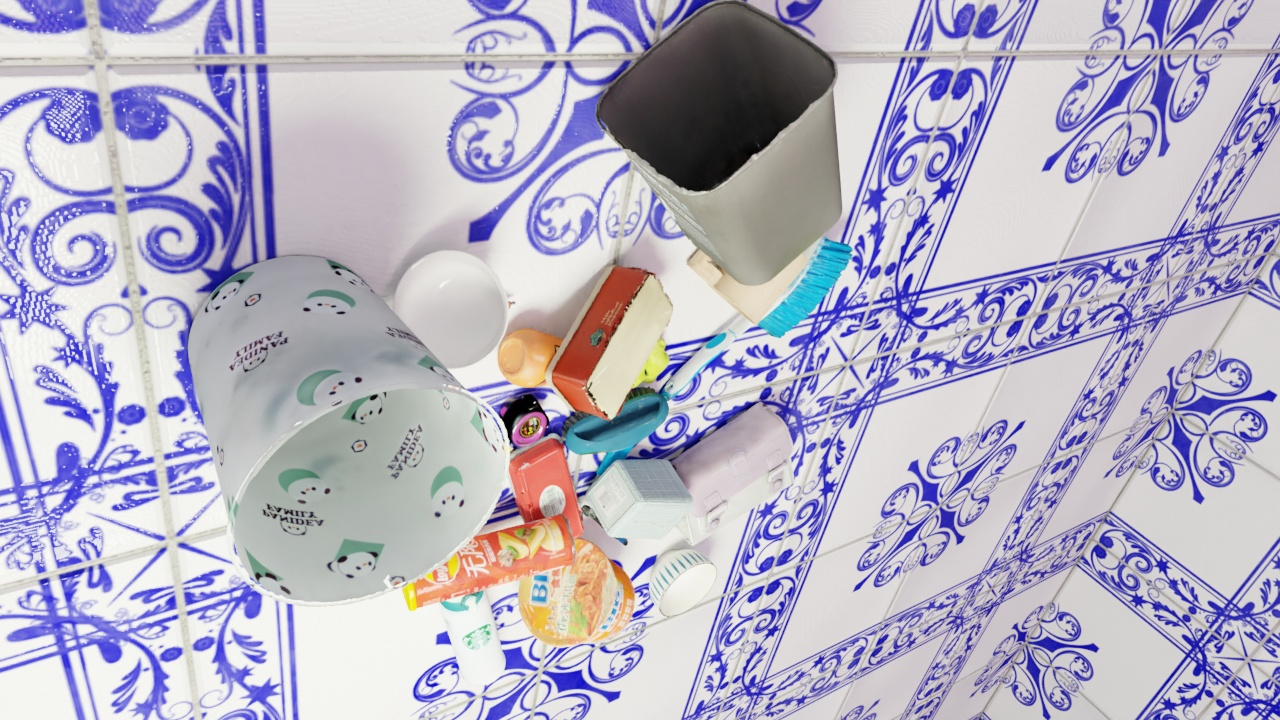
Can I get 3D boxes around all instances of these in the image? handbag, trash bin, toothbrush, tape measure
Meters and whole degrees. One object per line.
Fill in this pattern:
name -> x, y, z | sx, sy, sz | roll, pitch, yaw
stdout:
handbag -> 0.132, 0.172, 1.387 | 0.196, 0.098, 0.145 | -30, 132, -18
trash bin -> -0.274, 0.046, 0.811 | 0.229, 0.252, 0.230 | -22, 135, -24
toothbrush -> -0.047, 0.243, 1.337 | 0.014, 0.016, 0.189 | -67, 153, -19
tape measure -> -0.143, 0.073, 1.111 | 0.057, 0.039, 0.057 | -42, 140, -10
trash bin -> 0.099, -0.211, 0.962 | 0.198, 0.199, 0.220 | -40, 147, -3

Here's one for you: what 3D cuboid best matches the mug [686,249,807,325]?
mug -> 0.134, -0.122, 1.155 | 0.124, 0.084, 0.103 | 39, 94, -23

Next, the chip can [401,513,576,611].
chip can -> -0.192, 0.252, 1.155 | 0.216, 0.073, 0.073 | -11, 130, -21

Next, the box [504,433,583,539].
box -> -0.124, 0.178, 1.221 | 0.086, 0.047, 0.201 | -29, 138, -19

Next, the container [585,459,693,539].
container -> -0.004, 0.191, 1.272 | 0.111, 0.090, 0.090 | 12, 126, -50

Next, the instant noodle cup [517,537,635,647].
instant noodle cup -> -0.083, 0.337, 1.311 | 0.151, 0.151, 0.111 | -45, 149, 1

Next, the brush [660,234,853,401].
brush -> 0.154, -0.052, 1.247 | 0.109, 0.060, 0.315 | 25, 108, -43

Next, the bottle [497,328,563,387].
bottle -> -0.097, 0.001, 1.075 | 0.149, 0.067, 0.067 | 7, 118, -51

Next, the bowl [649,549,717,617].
bowl -> 0.060, 0.353, 1.499 | 0.116, 0.066, 0.117 | -23, 136, -25

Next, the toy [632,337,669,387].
toy -> -0.007, 0.007, 1.173 | 0.100, 0.031, 0.097 | -34, 141, -13

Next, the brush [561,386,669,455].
brush -> -0.028, 0.084, 1.179 | 0.143, 0.073, 0.055 | -20, 123, -13

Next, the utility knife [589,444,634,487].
utility knife -> -0.026, 0.118, 1.263 | 0.034, 0.018, 0.186 | 16, 115, -39

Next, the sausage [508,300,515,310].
sausage -> -0.204, -0.036, 0.982 | 0.155, 0.020, 0.020 | -26, 137, -22

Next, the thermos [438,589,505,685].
thermos -> -0.232, 0.360, 1.254 | 0.073, 0.073, 0.225 | -25, 136, -22

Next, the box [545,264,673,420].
box -> -0.025, -0.019, 1.050 | 0.168, 0.077, 0.091 | -61, 144, -21

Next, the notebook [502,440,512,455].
notebook -> -0.265, 0.149, 1.094 | 0.206, 0.010, 0.146 | -45, 141, 1

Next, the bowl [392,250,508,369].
bowl -> -0.185, -0.052, 0.937 | 0.118, 0.118, 0.064 | -50, 179, 7
